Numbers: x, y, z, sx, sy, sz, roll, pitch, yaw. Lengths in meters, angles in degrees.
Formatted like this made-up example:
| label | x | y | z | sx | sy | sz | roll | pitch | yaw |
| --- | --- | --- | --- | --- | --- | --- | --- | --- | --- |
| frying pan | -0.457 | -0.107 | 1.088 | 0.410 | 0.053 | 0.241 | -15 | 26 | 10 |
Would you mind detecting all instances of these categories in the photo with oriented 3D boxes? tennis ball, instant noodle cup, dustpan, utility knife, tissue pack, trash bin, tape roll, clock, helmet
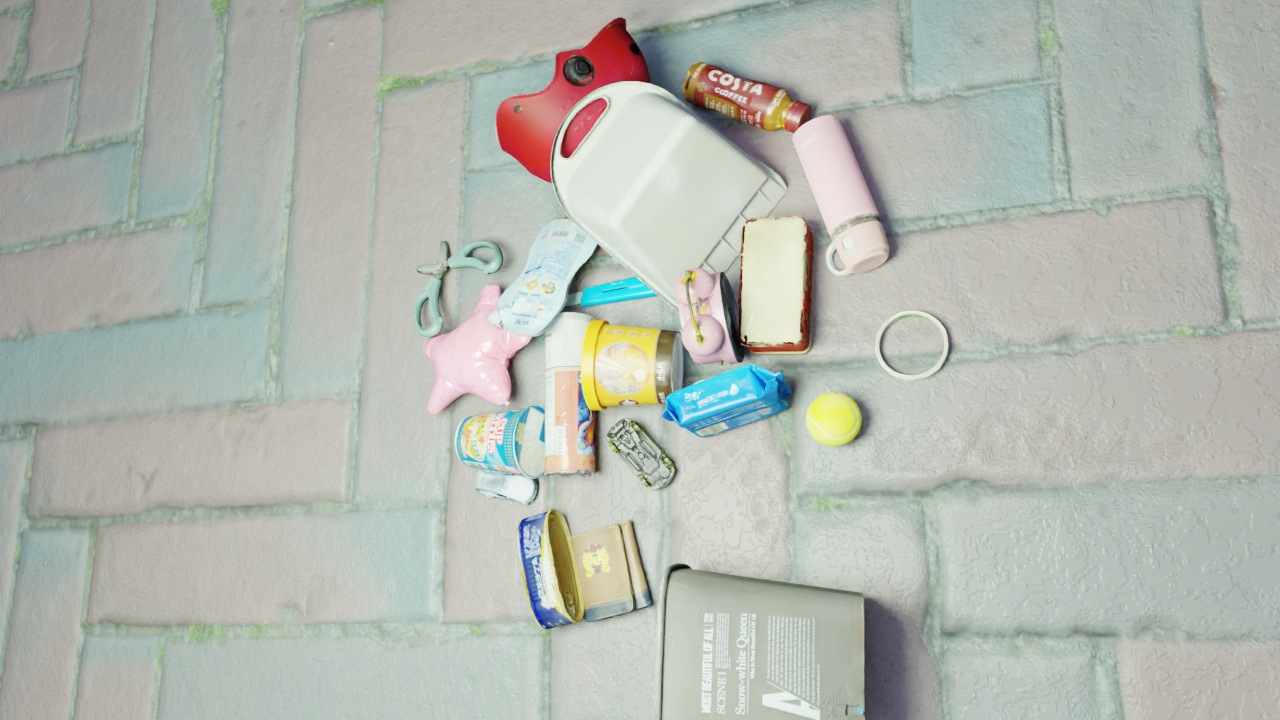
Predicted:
| label | x | y | z | sx | sy | sz | roll | pitch | yaw |
| --- | --- | --- | --- | --- | --- | --- | --- | --- | --- |
| tennis ball | 0.234 | 0.071 | 1.108 | 0.065 | 0.065 | 0.065 | -4 | 77 | 19 |
| instant noodle cup | -0.007 | 0.007 | 1.186 | 0.114 | 0.118 | 0.118 | 1 | 79 | 11 |
| dustpan | 0.020 | -0.225 | 1.180 | 0.223 | 0.257 | 0.142 | -53 | 46 | 3 |
| utility knife | -0.032 | -0.095 | 1.264 | 0.179 | 0.018 | 0.034 | -9 | 76 | 19 |
| tissue pack | 0.110 | 0.049 | 1.142 | 0.157 | 0.095 | 0.052 | -20 | 67 | 15 |
| trash bin | 0.139 | 0.333 | 1.027 | 0.220 | 0.198 | 0.199 | 0 | 79 | 14 |
| instant noodle cup | -0.187 | 0.111 | 1.241 | 0.110 | 0.099 | 0.099 | -3 | 78 | 27 |
| tape roll | 0.331 | -0.018 | 1.120 | 0.086 | 0.014 | 0.085 | -4 | 78 | 19 |
| clock | 0.083 | -0.053 | 1.139 | 0.060 | 0.158 | 0.117 | -11 | 74 | 14 |
| helmet | -0.069 | -0.330 | 1.241 | 0.240 | 0.207 | 0.144 | -41 | 91 | 1 |

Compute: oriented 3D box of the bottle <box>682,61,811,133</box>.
| label | x | y | z | sx | sy | sz | roll | pitch | yaw |
| --- | --- | --- | --- | --- | --- | --- | --- | --- | --- |
| bottle | 0.143 | -0.350 | 1.233 | 0.175 | 0.057 | 0.057 | 26 | 88 | 23 |

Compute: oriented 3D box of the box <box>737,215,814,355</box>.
| label | x | y | z | sx | sy | sz | roll | pitch | yaw |
| --- | --- | --- | --- | --- | --- | --- | --- | --- | --- |
| box | 0.173 | -0.096 | 1.159 | 0.091 | 0.077 | 0.168 | 0 | 79 | 20 |

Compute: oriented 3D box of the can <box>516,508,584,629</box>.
| label | x | y | z | sx | sy | sz | roll | pitch | yaw |
| --- | --- | --- | --- | --- | --- | --- | --- | --- | --- |
| can | -0.117 | 0.270 | 1.188 | 0.049 | 0.074 | 0.148 | -20 | 73 | 18 |

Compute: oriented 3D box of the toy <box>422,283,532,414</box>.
| label | x | y | z | sx | sy | sz | roll | pitch | yaw |
| --- | --- | --- | --- | --- | --- | --- | --- | --- | --- |
| toy | -0.233 | 0.004 | 1.283 | 0.195 | 0.074 | 0.178 | -42 | 58 | 11 |

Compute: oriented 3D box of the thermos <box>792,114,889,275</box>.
| label | x | y | z | sx | sy | sz | roll | pitch | yaw |
| --- | --- | --- | --- | --- | --- | --- | --- | --- | --- |
| thermos | 0.249 | -0.205 | 1.166 | 0.087 | 0.067 | 0.198 | -33 | 68 | 44 |

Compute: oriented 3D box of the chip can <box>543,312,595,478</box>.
| label | x | y | z | sx | sy | sz | roll | pitch | yaw |
| --- | --- | --- | --- | --- | --- | --- | --- | --- | --- |
| chip can | -0.095 | 0.047 | 1.228 | 0.071 | 0.071 | 0.214 | -5 | 77 | 19 |

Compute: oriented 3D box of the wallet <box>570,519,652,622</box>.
| label | x | y | z | sx | sy | sz | roll | pitch | yaw |
| --- | --- | --- | --- | --- | --- | --- | --- | --- | --- |
| wallet | -0.039 | 0.272 | 1.184 | 0.090 | 0.033 | 0.115 | -19 | 70 | 16 |

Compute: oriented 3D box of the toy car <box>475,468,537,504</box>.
| label | x | y | z | sx | sy | sz | roll | pitch | yaw |
| --- | --- | --- | --- | --- | --- | --- | --- | --- | --- |
| toy car | -0.184 | 0.170 | 1.256 | 0.091 | 0.034 | 0.043 | 9 | 78 | 20 |

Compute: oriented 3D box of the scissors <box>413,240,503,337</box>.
| label | x | y | z | sx | sy | sz | roll | pitch | yaw |
| --- | --- | --- | --- | --- | --- | --- | --- | --- | --- |
| scissors | -0.265 | -0.119 | 1.327 | 0.180 | 0.019 | 0.170 | -20 | 54 | 25 |

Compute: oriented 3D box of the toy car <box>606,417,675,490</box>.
| label | x | y | z | sx | sy | sz | roll | pitch | yaw |
| --- | --- | --- | --- | --- | --- | --- | --- | --- | --- |
| toy car | 0.002 | 0.122 | 1.200 | 0.048 | 0.032 | 0.105 | -44 | 80 | 6 |

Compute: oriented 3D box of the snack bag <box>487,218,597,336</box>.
| label | x | y | z | sx | sy | sz | roll | pitch | yaw |
| --- | --- | --- | --- | --- | --- | --- | --- | --- | --- |
| snack bag | -0.131 | -0.113 | 1.253 | 0.110 | 0.039 | 0.190 | 12 | 61 | 26 |
